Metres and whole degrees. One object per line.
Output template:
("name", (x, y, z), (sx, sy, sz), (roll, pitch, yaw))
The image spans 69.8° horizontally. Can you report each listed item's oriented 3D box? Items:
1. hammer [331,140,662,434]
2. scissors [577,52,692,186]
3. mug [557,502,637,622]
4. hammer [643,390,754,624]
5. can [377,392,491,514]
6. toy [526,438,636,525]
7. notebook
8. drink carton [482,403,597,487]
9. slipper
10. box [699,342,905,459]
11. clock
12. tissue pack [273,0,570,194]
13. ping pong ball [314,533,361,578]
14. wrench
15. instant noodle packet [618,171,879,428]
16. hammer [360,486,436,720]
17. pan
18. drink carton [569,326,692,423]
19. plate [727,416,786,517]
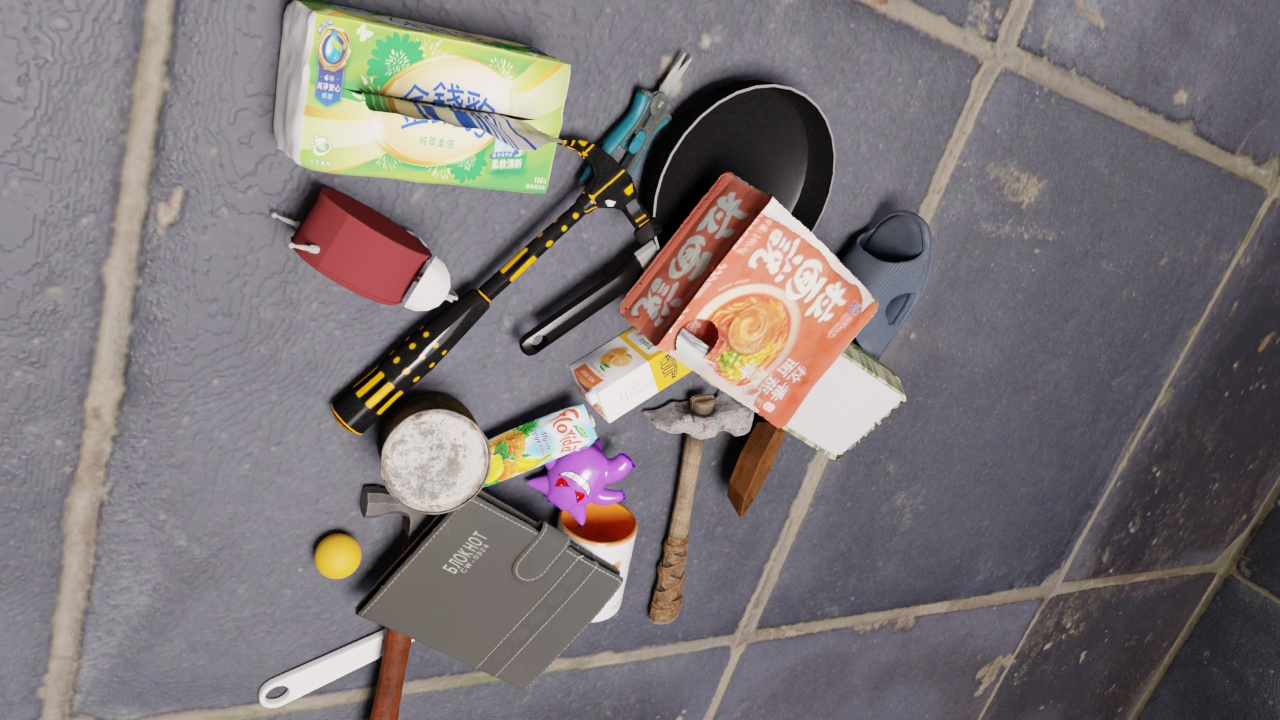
("hammer", (-0.134, -0.056, 0.771), (0.320, 0.036, 0.123), (-42, 102, -1))
("scissors", (-0.002, -0.199, 0.803), (0.126, 0.019, 0.144), (-22, 134, -35))
("mug", (-0.052, 0.209, 0.968), (0.082, 0.082, 0.105), (-7, 121, -32))
("hammer", (0.046, 0.177, 1.045), (0.121, 0.049, 0.319), (-9, 123, -28))
("can", (-0.179, 0.078, 0.789), (0.089, 0.074, 0.090), (-3, 100, -17))
("toy", (-0.062, 0.113, 0.922), (0.106, 0.056, 0.088), (38, 86, -8))
("notebook", (-0.135, 0.221, 0.876), (0.169, 0.029, 0.209), (-48, 125, 8))
("drink carton", (-0.103, 0.081, 0.866), (0.128, 0.039, 0.044), (-22, 88, -11))
("slipper", (0.224, -0.046, 1.006), (0.082, 0.101, 0.264), (5, 119, -29))
("box", (0.169, 0.014, 0.963), (0.205, 0.050, 0.118), (29, 118, -20))
("clock", (-0.198, -0.079, 0.686), (0.137, 0.096, 0.048), (28, 99, -39))
("tissue pack", (-0.139, -0.174, 0.639), (0.197, 0.141, 0.120), (-7, 120, -32))
("ping pong ball", (-0.271, 0.175, 0.823), (0.040, 0.040, 0.040), (-17, 125, -26))
("wrench", (-0.243, 0.276, 0.920), (0.272, 0.018, 0.066), (-21, 127, -22))
("instant noodle packet", (0.115, -0.043, 0.858), (0.221, 0.084, 0.164), (34, 96, -37))
("hammer", (-0.231, 0.258, 0.888), (0.111, 0.028, 0.301), (4, 110, -30))
("pan", (0.031, -0.119, 0.853), (0.355, 0.044, 0.204), (-35, 133, -9))
("drink carton", (-0.005, 0.005, 0.894), (0.122, 0.058, 0.040), (-32, 130, -16))
("plate", (0.132, 0.112, 1.042), (0.131, 0.025, 0.131), (-56, 162, -29))
